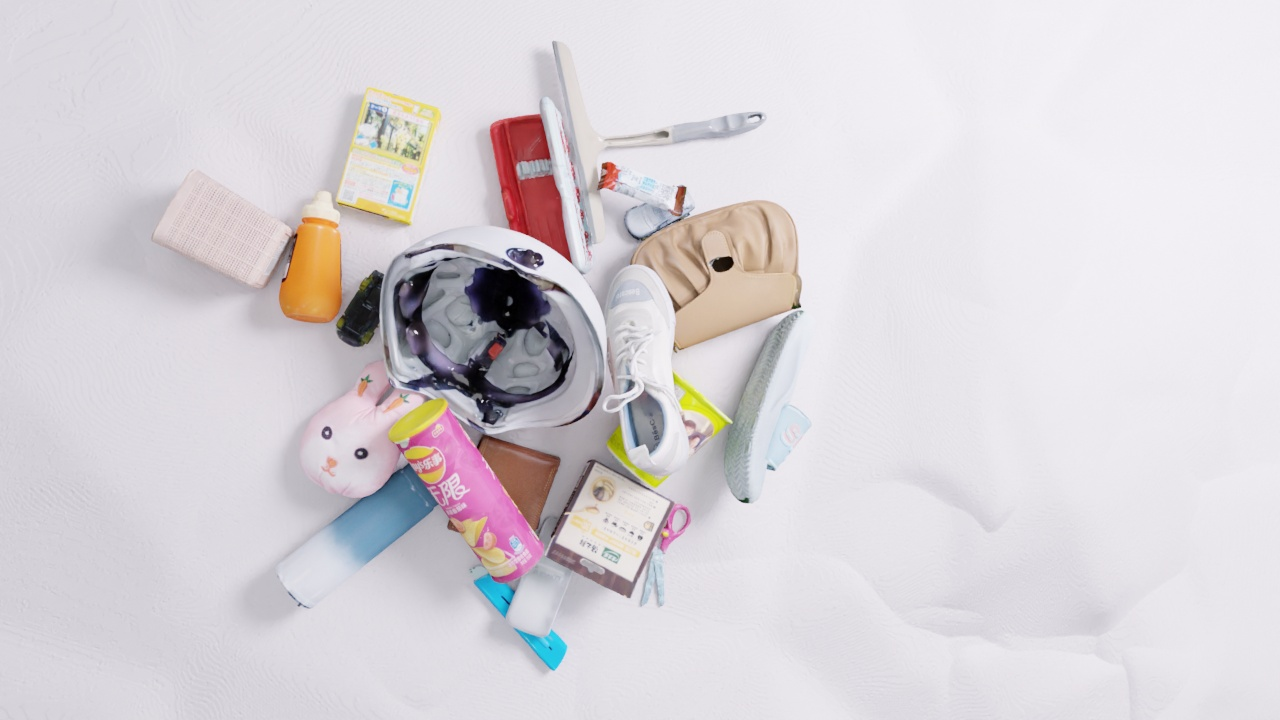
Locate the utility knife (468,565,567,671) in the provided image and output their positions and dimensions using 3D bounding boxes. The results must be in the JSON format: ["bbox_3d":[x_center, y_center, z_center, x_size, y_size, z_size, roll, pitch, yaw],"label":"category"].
[{"bbox_3d":[-0.146,0.302,1.092,0.034,0.018,0.159,-43,95,-7],"label":"utility knife"}]

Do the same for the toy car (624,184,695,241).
[{"bbox_3d":[0.024,-0.180,1.115,0.090,0.034,0.043,-29,98,-7],"label":"toy car"}]

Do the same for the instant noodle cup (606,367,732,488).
[{"bbox_3d":[0.026,0.081,1.082,0.111,0.111,0.123,42,91,-7],"label":"instant noodle cup"}]

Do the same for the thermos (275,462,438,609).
[{"bbox_3d":[-0.304,0.188,1.042,0.220,0.070,0.070,-38,96,-8],"label":"thermos"}]

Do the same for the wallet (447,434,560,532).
[{"bbox_3d":[-0.161,0.158,1.085,0.101,0.032,0.124,21,87,-12],"label":"wallet"}]

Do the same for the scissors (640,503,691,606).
[{"bbox_3d":[0.012,0.236,1.121,0.083,0.017,0.137,17,90,-10],"label":"scissors"}]

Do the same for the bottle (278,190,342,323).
[{"bbox_3d":[-0.366,-0.119,1.036,0.066,0.067,0.149,6,81,-10],"label":"bottle"}]

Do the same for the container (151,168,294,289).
[{"bbox_3d":[-0.451,-0.139,1.007,0.111,0.090,0.090,29,85,-12],"label":"container"}]

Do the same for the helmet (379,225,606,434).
[{"bbox_3d":[-0.148,-0.046,1.013,0.259,0.145,0.230,15,125,4],"label":"helmet"}]

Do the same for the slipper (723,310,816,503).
[{"bbox_3d":[0.166,0.058,1.107,0.074,0.104,0.245,23,80,-11],"label":"slipper"}]

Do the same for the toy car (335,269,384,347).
[{"bbox_3d":[-0.313,-0.057,1.055,0.042,0.035,0.090,32,85,-7],"label":"toy car"}]

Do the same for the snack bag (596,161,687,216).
[{"bbox_3d":[0.002,-0.200,1.065,0.104,0.026,0.048,17,59,-11],"label":"snack bag"}]

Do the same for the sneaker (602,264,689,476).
[{"bbox_3d":[-0.006,0.006,1.007,0.090,0.090,0.242,-15,75,22],"label":"sneaker"}]

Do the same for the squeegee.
[{"bbox_3d":[0.033,-0.276,1.113,0.246,0.039,0.246,-11,87,-12],"label":"squeegee"}]

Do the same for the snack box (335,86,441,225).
[{"bbox_3d":[-0.290,-0.235,1.062,0.087,0.034,0.140,15,89,-9],"label":"snack box"}]

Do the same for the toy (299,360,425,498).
[{"bbox_3d":[-0.314,0.076,1.039,0.121,0.054,0.159,25,77,17],"label":"toy"}]

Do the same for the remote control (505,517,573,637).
[{"bbox_3d":[-0.112,0.256,1.088,0.056,0.020,0.135,23,76,-9],"label":"remote control"}]

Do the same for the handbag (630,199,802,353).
[{"bbox_3d":[0.093,-0.105,1.092,0.204,0.100,0.148,-20,91,-3],"label":"handbag"}]

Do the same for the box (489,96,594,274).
[{"bbox_3d":[-0.110,-0.193,1.057,0.095,0.102,0.201,-12,91,-11],"label":"box"}]

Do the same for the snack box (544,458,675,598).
[{"bbox_3d":[-0.037,0.196,1.075,0.113,0.053,0.125,28,78,-4],"label":"snack box"}]

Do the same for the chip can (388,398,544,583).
[{"bbox_3d":[-0.187,0.145,1.007,0.071,0.071,0.210,-34,110,-8],"label":"chip can"}]
